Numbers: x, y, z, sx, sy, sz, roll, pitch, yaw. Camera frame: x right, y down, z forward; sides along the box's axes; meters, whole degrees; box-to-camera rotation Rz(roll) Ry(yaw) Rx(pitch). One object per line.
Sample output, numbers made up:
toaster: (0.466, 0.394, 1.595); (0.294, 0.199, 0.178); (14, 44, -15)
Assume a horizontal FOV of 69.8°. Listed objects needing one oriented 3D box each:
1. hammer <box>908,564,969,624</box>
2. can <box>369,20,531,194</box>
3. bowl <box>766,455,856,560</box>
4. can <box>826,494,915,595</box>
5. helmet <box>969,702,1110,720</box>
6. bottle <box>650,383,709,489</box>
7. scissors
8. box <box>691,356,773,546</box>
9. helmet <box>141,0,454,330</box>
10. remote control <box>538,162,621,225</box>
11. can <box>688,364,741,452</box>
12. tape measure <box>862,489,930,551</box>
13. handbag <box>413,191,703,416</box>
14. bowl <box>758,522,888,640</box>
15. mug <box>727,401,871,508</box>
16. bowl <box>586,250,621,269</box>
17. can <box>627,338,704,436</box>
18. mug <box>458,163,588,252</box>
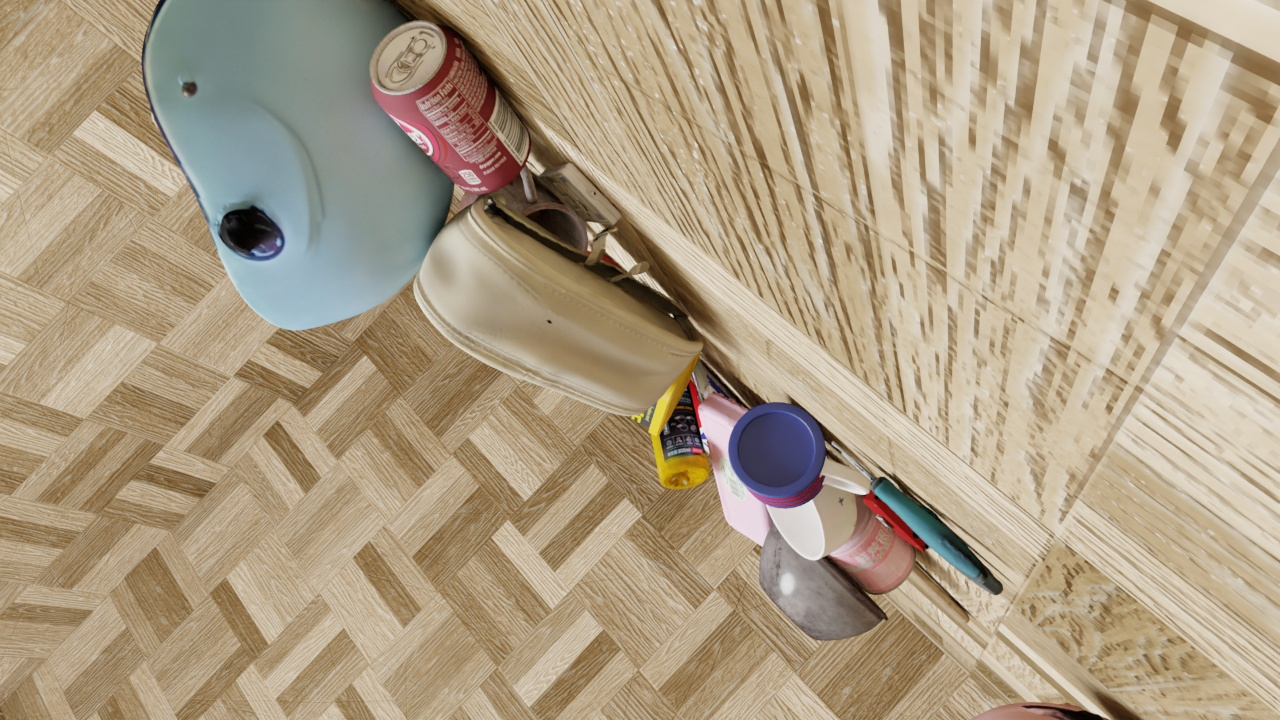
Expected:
hammer: (0.247, 0.178, 1.008); (0.331, 0.031, 0.119); (41, 179, -9)
can: (-0.120, -0.160, 0.590); (0.063, 0.063, 0.114); (43, 178, 27)
bowl: (0.157, 0.124, 0.837); (0.105, 0.054, 0.105); (57, 158, 37)
can: (0.214, 0.175, 0.877); (0.076, 0.067, 0.067); (44, 178, -21)
helmet: (0.351, 0.355, 0.687); (0.255, 0.152, 0.230); (44, -179, 30)
bottle: (0.031, 0.045, 0.987); (0.053, 0.053, 0.185); (46, -153, -51)
scissors: (0.193, 0.110, 0.628); (0.120, 0.019, 0.150); (41, -176, -17)
box: (0.092, 0.099, 0.977); (0.155, 0.058, 0.202); (47, 161, 46)
helmet: (-0.221, -0.150, 0.661); (0.225, 0.167, 0.266); (-76, -16, -58)
remote control: (-0.048, -0.122, 0.680); (0.050, 0.011, 0.136); (44, 178, -16)
can: (0.072, 0.053, 1.090); (0.132, 0.070, 0.070); (45, 178, -29)
tape measure: (0.205, 0.128, 0.737); (0.059, 0.019, 0.051); (44, 178, 4)
handbag: (-0.040, -0.062, 0.706); (0.229, 0.132, 0.183); (34, -160, -23)
bowl: (0.170, 0.227, 0.919); (0.145, 0.067, 0.145); (44, -179, -2)
mug: (0.130, 0.083, 0.736); (0.112, 0.075, 0.076); (17, 169, 18)
bowl: (-0.029, -0.075, 0.951); (0.122, 0.035, 0.122); (44, 178, 1)
can: (-0.005, 0.005, 0.892); (0.101, 0.072, 0.131); (29, 158, 6)
mug: (-0.113, -0.135, 0.848); (0.110, 0.096, 0.123); (37, 138, 44)
